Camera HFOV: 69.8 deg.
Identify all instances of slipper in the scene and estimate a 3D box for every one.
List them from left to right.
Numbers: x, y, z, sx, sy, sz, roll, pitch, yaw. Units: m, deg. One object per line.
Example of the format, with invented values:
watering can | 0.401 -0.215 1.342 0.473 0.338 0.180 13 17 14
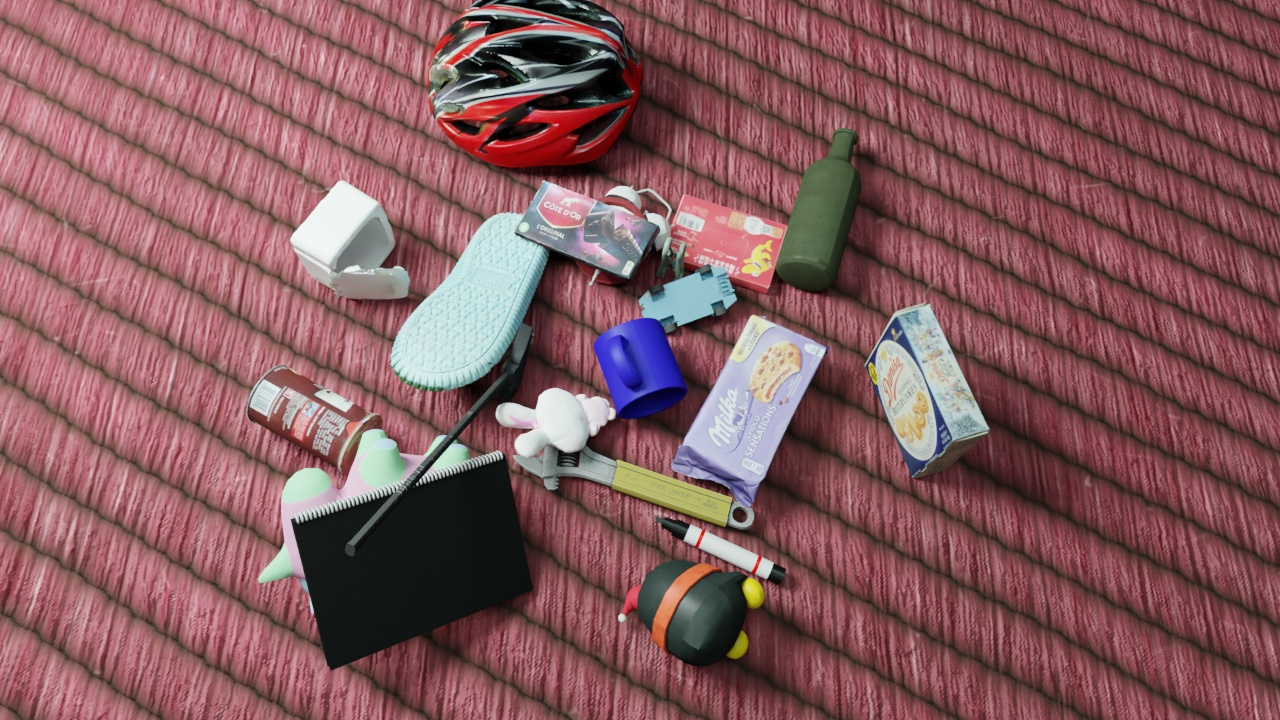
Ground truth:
slipper | -0.178 -0.061 1.023 0.116 0.070 0.275 16 52 8

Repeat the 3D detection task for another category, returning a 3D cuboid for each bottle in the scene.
bottle | 0.220 -0.185 1.089 0.071 0.071 0.206 18 69 4

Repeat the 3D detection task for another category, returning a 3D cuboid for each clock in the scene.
clock | -0.027 -0.147 1.067 0.137 0.048 0.096 -41 70 -9

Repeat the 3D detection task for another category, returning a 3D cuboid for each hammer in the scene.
hammer | -0.180 0.071 0.865 0.015 0.095 0.323 25 34 6

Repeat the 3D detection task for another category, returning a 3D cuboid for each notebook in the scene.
notebook | -0.211 0.185 0.876 0.206 0.016 0.149 -16 102 -30

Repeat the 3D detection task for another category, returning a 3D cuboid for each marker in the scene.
marker | 0.081 0.195 0.958 0.145 0.019 0.019 24 69 7

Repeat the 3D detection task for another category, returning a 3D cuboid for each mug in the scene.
mug | -0.006 0.006 0.982 0.079 0.111 0.083 -26 70 13

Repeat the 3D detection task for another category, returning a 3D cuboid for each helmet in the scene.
helmet | -0.134 -0.344 1.103 0.272 0.167 0.217 4 64 12

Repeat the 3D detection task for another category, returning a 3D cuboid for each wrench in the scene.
wrench | -0.009 0.124 0.982 0.273 0.018 0.083 17 64 5

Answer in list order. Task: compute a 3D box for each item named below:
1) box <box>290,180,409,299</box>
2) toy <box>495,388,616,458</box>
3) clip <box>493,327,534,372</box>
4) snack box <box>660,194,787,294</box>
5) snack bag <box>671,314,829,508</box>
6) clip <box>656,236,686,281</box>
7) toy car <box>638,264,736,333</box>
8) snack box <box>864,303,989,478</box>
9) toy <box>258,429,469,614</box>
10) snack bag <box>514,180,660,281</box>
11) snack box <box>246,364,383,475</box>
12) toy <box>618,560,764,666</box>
box | -0.298 -0.112 1.017 0.130 0.110 0.102 29 70 10
toy | -0.086 0.065 0.973 0.125 0.037 0.076 -14 59 -31
clip | -0.145 -0.013 1.029 0.062 0.025 0.047 -23 70 -13
snack box | 0.100 -0.139 1.091 0.133 0.021 0.089 18 69 5
snack bag | 0.121 0.052 0.997 0.096 0.058 0.205 27 70 10
clip | 0.036 -0.115 1.050 0.047 0.076 0.023 17 68 3
toy car | 0.053 -0.070 1.055 0.108 0.027 0.060 -20 92 1
snack box | 0.295 0.036 0.965 0.042 0.144 0.145 -17 69 -6
toy | -0.253 0.158 0.916 0.222 0.120 0.171 8 95 -29
snack bag | -0.061 -0.146 1.035 0.155 0.018 0.074 23 75 16
snack box | -0.342 0.061 0.965 0.121 0.072 0.072 27 69 9
toy | 0.045 0.241 0.902 0.119 0.099 0.098 27 113 32
